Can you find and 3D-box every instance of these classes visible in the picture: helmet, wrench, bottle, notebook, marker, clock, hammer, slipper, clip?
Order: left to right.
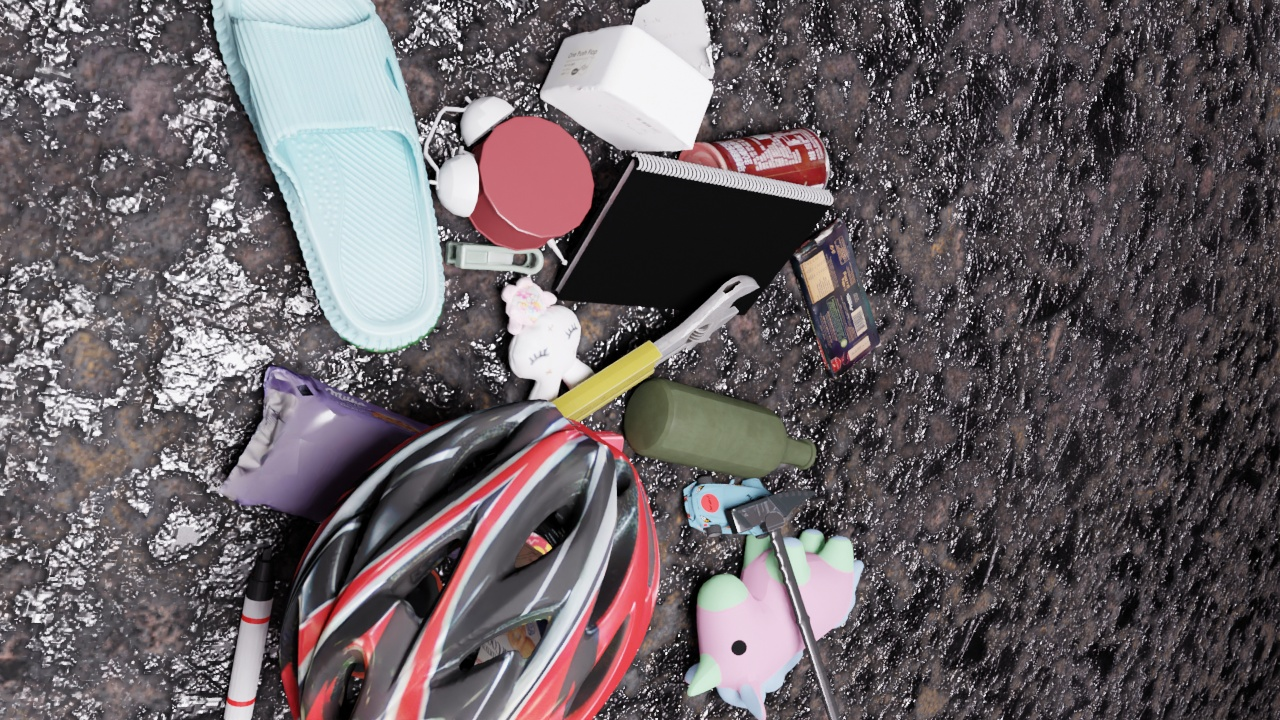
[{"bbox_3d":[-0.285,0.207,0.672,0.019,0.019,0.145,8,97,-35],"label":"marker"},{"bbox_3d":[-0.191,-0.139,0.604,0.115,0.070,0.276,-21,102,-33],"label":"slipper"},{"bbox_3d":[-0.111,0.147,0.583,0.271,0.217,0.167,-50,162,-16],"label":"helmet"},{"bbox_3d":[-0.112,-0.080,0.714,0.076,0.047,0.023,-1,103,-38],"label":"clip"},{"bbox_3d":[-0.095,-0.137,0.687,0.137,0.048,0.096,27,69,-25],"label":"clock"},{"bbox_3d":[-0.005,0.004,0.775,0.272,0.018,0.084,-32,162,-26],"label":"wrench"},{"bbox_3d":[0.047,-0.098,0.771,0.206,0.016,0.149,2,139,-35],"label":"notebook"},{"bbox_3d":[0.084,0.071,0.858,0.206,0.071,0.071,16,92,-36],"label":"bottle"},{"bbox_3d":[0.171,0.282,0.860,0.094,0.015,0.324,-14,83,-24],"label":"hammer"}]

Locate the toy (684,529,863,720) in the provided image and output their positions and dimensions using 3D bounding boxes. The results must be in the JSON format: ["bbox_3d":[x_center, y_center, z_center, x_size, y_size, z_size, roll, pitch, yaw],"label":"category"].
[{"bbox_3d":[0.142,0.260,0.927,0.221,0.120,0.171,6,88,-34],"label":"toy"}]

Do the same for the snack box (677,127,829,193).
[{"bbox_3d":[0.100,-0.164,0.812,0.121,0.072,0.072,-17,111,-31],"label":"snack box"}]

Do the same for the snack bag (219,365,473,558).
[{"bbox_3d":[-0.194,0.084,0.681,0.205,0.058,0.096,27,87,-37],"label":"snack bag"}]

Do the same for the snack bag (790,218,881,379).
[{"bbox_3d":[0.201,-0.061,0.938,0.074,0.018,0.155,-35,118,-23],"label":"snack bag"}]

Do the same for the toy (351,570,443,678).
[{"bbox_3d":[-0.191,0.196,0.692,0.100,0.097,0.119,-7,140,9],"label":"toy"}]

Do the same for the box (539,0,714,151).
[{"bbox_3d":[0.005,-0.239,0.707,0.103,0.110,0.130,23,89,-36],"label":"box"}]

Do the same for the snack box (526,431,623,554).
[{"bbox_3d":[-0.064,0.129,0.802,0.089,0.021,0.133,2,100,-34],"label":"snack box"}]

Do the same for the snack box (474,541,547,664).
[{"bbox_3d":[-0.093,0.227,0.731,0.042,0.144,0.145,-4,103,-37],"label":"snack box"}]

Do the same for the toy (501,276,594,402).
[{"bbox_3d":[-0.077,-0.011,0.748,0.075,0.037,0.125,-36,126,-31],"label":"toy"}]

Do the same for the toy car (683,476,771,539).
[{"bbox_3d":[0.093,0.141,0.891,0.107,0.028,0.060,9,60,-35],"label":"toy car"}]
